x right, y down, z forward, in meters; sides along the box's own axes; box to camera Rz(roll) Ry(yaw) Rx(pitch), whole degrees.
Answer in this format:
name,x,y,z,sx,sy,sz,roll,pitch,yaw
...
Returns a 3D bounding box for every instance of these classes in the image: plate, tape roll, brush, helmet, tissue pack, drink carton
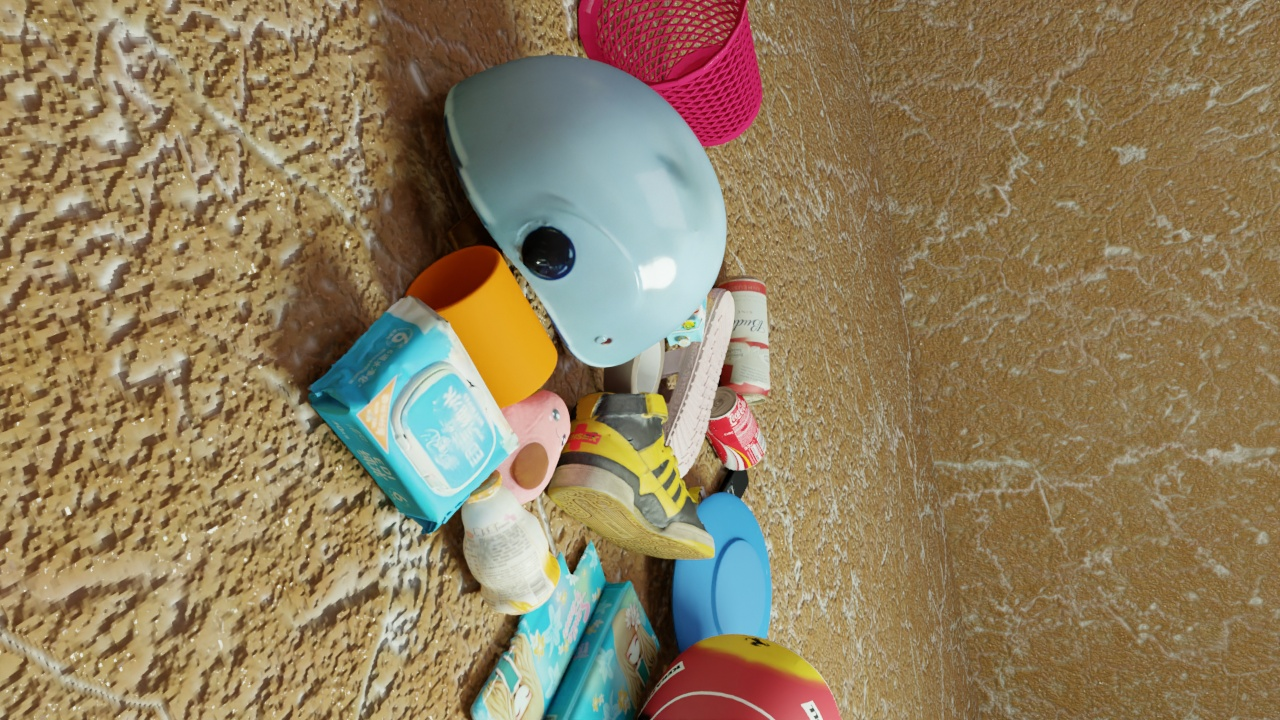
name,x,y,z,sx,sy,sz,roll,pitch,yaw
plate,0.104,0.261,1.027,0.224,0.024,0.224,14,73,-55
tape roll,-0.006,0.005,0.932,0.093,0.030,0.093,11,89,-71
brush,-0.119,-0.116,0.772,0.048,0.017,0.126,69,28,-26
helmet,0.084,0.392,0.841,0.224,0.198,0.271,-5,104,-68
helmet,-0.031,-0.138,0.741,0.265,0.167,0.225,48,24,-26
tissue pack,-0.142,0.039,0.603,0.092,0.062,0.144,-52,133,-31
drink carton,0.049,-0.068,0.998,0.128,0.044,0.039,-82,160,-47

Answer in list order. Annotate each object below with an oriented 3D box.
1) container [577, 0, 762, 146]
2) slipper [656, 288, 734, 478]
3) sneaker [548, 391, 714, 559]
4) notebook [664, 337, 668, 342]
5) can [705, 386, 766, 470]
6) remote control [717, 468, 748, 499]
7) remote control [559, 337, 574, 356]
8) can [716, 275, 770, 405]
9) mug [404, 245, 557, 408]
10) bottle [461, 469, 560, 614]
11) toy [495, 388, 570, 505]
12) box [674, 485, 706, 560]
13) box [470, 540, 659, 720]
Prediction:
name,x,y,z,sx,sy,sz,roll,pitch,yaw
container,0.056,-0.348,1.050,0.225,0.183,0.183,29,57,-69
slipper,0.044,0.025,1.022,0.094,0.064,0.238,60,46,-57
sneaker,0.003,0.109,0.883,0.238,0.086,0.122,42,50,-49
notebook,0.009,-0.128,1.001,0.210,0.022,0.169,49,39,-66
can,0.114,0.086,1.156,0.105,0.064,0.064,59,33,-40
remote control,0.109,0.175,1.174,0.151,0.020,0.041,-46,125,-58
remote control,-0.044,-0.050,0.902,0.138,0.025,0.060,-38,117,-62
can,0.139,-0.027,1.237,0.067,0.067,0.170,26,60,-61
mug,-0.128,-0.013,0.673,0.112,0.078,0.096,-46,130,-24
bottle,-0.102,0.134,0.683,0.063,0.063,0.109,-56,133,-55
toy,-0.093,0.062,0.737,0.109,0.051,0.090,-54,133,-57
box,0.066,0.250,1.053,0.065,0.045,0.210,-31,112,-77
box,-0.057,0.268,0.784,0.182,0.039,0.226,69,28,-26
